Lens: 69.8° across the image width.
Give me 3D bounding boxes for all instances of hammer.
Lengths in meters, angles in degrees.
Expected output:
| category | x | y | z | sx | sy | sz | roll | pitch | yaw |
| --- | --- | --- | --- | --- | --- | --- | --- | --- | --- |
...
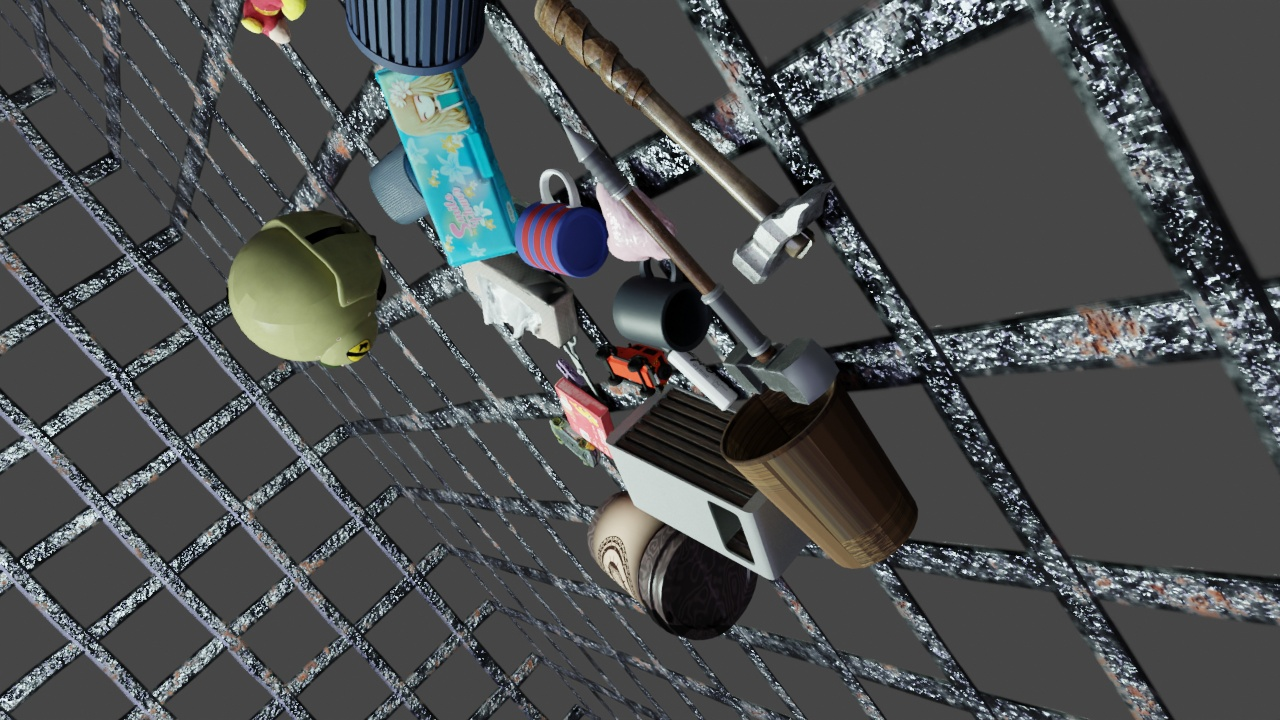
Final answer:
| category | x | y | z | sx | sy | sz | roll | pitch | yaw |
| --- | --- | --- | --- | --- | --- | --- | --- | --- | --- |
| hammer | 0.041 | -0.088 | 0.831 | 0.322 | 0.043 | 0.156 | 47 | 169 | -16 |
| hammer | 0.026 | -0.202 | 0.775 | 0.319 | 0.048 | 0.122 | 45 | 152 | 9 |

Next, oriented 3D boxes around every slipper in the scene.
| category | x | y | z | sx | sy | sz | roll | pitch | yaw |
| --- | --- | --- | --- | --- | --- | --- | --- | --- | --- |
| slipper | -0.320 | -0.229 | 1.215 | 0.264 | 0.082 | 0.101 | -1 | 125 | 58 |

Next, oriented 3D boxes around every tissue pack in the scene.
| category | x | y | z | sx | sy | sz | roll | pitch | yaw |
| --- | --- | --- | --- | --- | --- | --- | --- | --- | --- |
| tissue pack | -0.166 | -0.085 | 1.206 | 0.181 | 0.071 | 0.104 | 31 | 149 | 23 |

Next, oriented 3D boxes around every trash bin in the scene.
| category | x | y | z | sx | sy | sz | roll | pitch | yaw |
| --- | --- | --- | --- | --- | --- | --- | --- | --- | --- |
| trash bin | 0.088 | 0.134 | 1.068 | 0.229 | 0.114 | 0.114 | 21 | 144 | 42 |
| trash bin | -0.186 | -0.360 | 0.765 | 0.139 | 0.139 | 0.250 | 45 | 156 | 5 |

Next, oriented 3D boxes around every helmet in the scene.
| category | x | y | z | sx | sy | sz | roll | pitch | yaw |
| --- | --- | --- | --- | --- | --- | --- | --- | --- | --- |
| helmet | -0.505 | -0.120 | 1.425 | 0.250 | 0.255 | 0.233 | 41 | 157 | 8 |

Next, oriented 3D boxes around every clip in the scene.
| category | x | y | z | sx | sy | sz | roll | pitch | yaw |
| --- | --- | --- | --- | --- | --- | --- | --- | --- | --- |
| clip | -0.101 | 0.019 | 1.312 | 0.053 | 0.013 | 0.037 | 54 | 153 | -8 |

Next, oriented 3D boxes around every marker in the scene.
| category | x | y | z | sx | sy | sz | roll | pitch | yaw |
| --- | --- | --- | --- | --- | --- | --- | --- | --- | --- |
| marker | 0.057 | 0.006 | 1.038 | 0.126 | 0.025 | 0.025 | 43 | 154 | 8 |

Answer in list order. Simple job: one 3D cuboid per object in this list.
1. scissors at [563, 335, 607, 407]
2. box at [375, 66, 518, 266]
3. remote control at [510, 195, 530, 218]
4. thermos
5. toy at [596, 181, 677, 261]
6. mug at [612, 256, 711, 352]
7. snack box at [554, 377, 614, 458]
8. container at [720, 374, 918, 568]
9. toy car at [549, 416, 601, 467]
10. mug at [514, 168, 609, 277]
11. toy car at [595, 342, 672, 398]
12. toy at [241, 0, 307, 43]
| category | x | y | z | sx | sy | sz | roll | pitch | yaw |
| --- | --- | --- | --- | --- | --- | --- | --- | --- | --- |
| scissors | -0.093 | 0.001 | 1.271 | 0.090 | 0.014 | 0.172 | 21 | 141 | 39 |
| box | -0.231 | -0.223 | 1.039 | 0.173 | 0.083 | 0.227 | 6 | 122 | 46 |
| remote control | -0.170 | -0.185 | 1.096 | 0.126 | 0.038 | 0.018 | 28 | 149 | 34 |
| thermos | 0.034 | 0.277 | 1.308 | 0.226 | 0.172 | 0.173 | 16 | 141 | 57 |
| toy | 0.000 | -0.130 | 0.900 | 0.096 | 0.052 | 0.099 | 26 | 147 | 32 |
| mug | 0.022 | -0.066 | 0.953 | 0.077 | 0.071 | 0.105 | 16 | 114 | 48 |
| snack box | -0.076 | 0.086 | 1.337 | 0.089 | 0.021 | 0.133 | 34 | 158 | 25 |
| container | 0.180 | 0.109 | 0.891 | 0.167 | 0.132 | 0.132 | 49 | 155 | -18 |
| toy car | -0.100 | 0.123 | 1.431 | 0.105 | 0.033 | 0.048 | 35 | 154 | 32 |
| mug | -0.085 | -0.150 | 0.993 | 0.076 | 0.074 | 0.112 | 18 | 116 | 45 |
| toy car | -0.006 | 0.007 | 1.107 | 0.100 | 0.048 | 0.051 | 18 | 143 | 45 |
| toy | -0.460 | -0.457 | 1.133 | 0.105 | 0.067 | 0.138 | 55 | 146 | -6 |
